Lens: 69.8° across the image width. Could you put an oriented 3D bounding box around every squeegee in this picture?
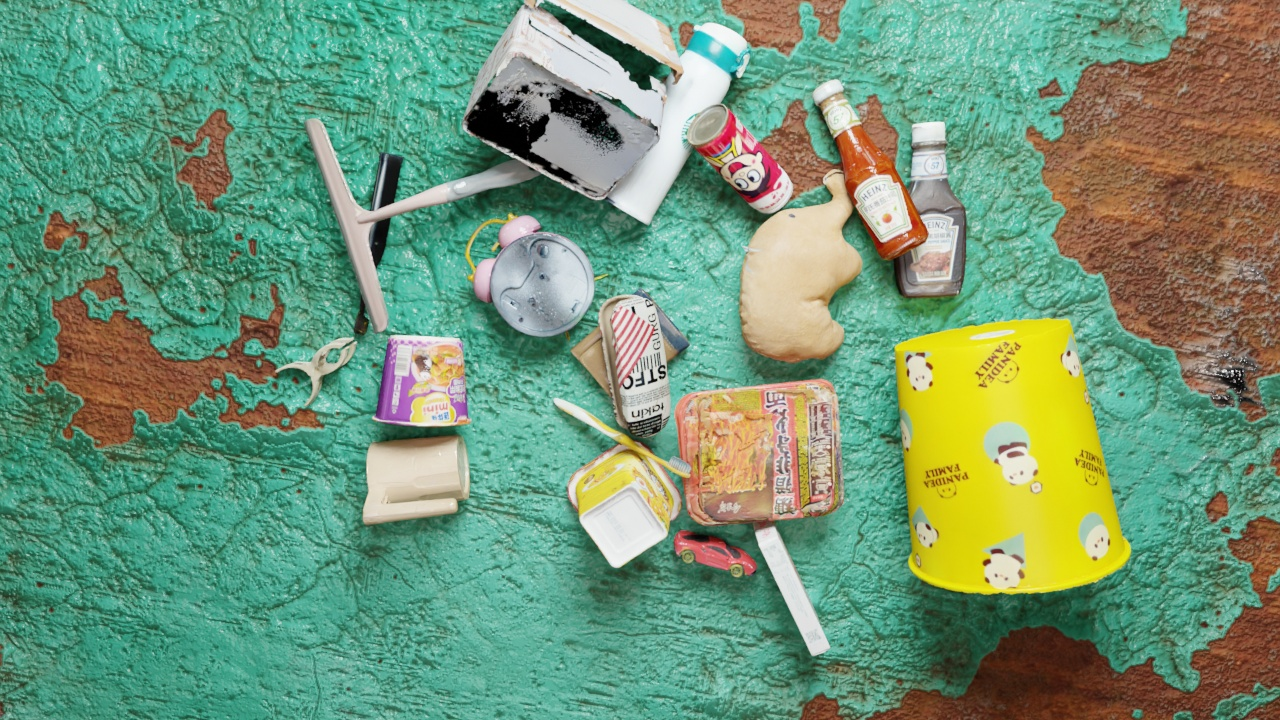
[{"bbox_3d":[-0.221,-0.182,1.011,0.249,0.040,0.247,-17,96,1],"label":"squeegee"}]

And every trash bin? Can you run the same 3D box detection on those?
[{"bbox_3d":[0.393,0.094,1.011,0.229,0.229,0.255,-11,95,2],"label":"trash bin"}]

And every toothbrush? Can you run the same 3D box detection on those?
[{"bbox_3d":[-0.306,-0.132,1.057,0.027,0.026,0.213,21,103,34],"label":"toothbrush"},{"bbox_3d":[-0.023,0.086,1.070,0.191,0.016,0.018,28,109,18],"label":"toothbrush"}]

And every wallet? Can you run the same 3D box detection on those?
[{"bbox_3d":[-0.012,-0.017,1.078,0.115,0.033,0.090,-39,99,10],"label":"wallet"}]

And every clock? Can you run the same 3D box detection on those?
[{"bbox_3d":[-0.126,-0.099,1.048,0.158,0.059,0.117,32,100,-7],"label":"clock"}]

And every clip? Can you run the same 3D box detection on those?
[{"bbox_3d":[-0.375,0.008,1.081,0.097,0.034,0.061,-36,100,11],"label":"clip"}]

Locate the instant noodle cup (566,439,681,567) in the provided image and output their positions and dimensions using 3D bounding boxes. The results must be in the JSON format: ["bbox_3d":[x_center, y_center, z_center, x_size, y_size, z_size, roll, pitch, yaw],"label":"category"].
[{"bbox_3d":[-0.019,0.171,1.066,0.116,0.123,0.116,-33,99,6],"label":"instant noodle cup"}]

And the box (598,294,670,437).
[{"bbox_3d":[-0.007,0.004,1.050,0.074,0.081,0.163,-19,107,-27],"label":"box"}]

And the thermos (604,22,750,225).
[{"bbox_3d":[0.040,-0.261,1.012,0.073,0.073,0.224,31,99,-6],"label":"thermos"}]

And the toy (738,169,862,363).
[{"bbox_3d":[0.182,-0.109,1.039,0.143,0.082,0.226,8,99,-23],"label":"toy"}]

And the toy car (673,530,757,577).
[{"bbox_3d":[0.092,0.234,1.116,0.106,0.049,0.031,19,101,-2],"label":"toy car"}]

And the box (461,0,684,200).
[{"bbox_3d":[-0.067,-0.313,0.959,0.183,0.191,0.157,25,142,-25],"label":"box"}]

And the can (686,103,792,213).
[{"bbox_3d":[0.111,-0.217,0.999,0.053,0.053,0.132,-47,129,8],"label":"can"}]

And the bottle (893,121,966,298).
[{"bbox_3d":[0.328,-0.170,1.043,0.080,0.044,0.195,-2,100,8],"label":"bottle"}]

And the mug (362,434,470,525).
[{"bbox_3d":[-0.258,0.141,1.062,0.103,0.124,0.084,-7,119,-1],"label":"mug"}]

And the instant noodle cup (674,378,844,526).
[{"bbox_3d":[0.137,0.104,1.076,0.189,0.079,0.164,-5,101,0],"label":"instant noodle cup"}]

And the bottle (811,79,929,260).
[{"bbox_3d":[0.249,-0.212,1.013,0.060,0.059,0.206,-26,85,4],"label":"bottle"}]

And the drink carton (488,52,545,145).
[{"bbox_3d":[-0.136,-0.295,1.017,0.053,0.045,0.122,14,100,-2],"label":"drink carton"}]

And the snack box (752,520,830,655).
[{"bbox_3d":[0.180,0.267,1.104,0.027,0.084,0.157,-24,100,5],"label":"snack box"}]

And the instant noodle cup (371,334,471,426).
[{"bbox_3d":[-0.248,0.021,1.052,0.111,0.111,0.099,3,91,-1],"label":"instant noodle cup"}]
